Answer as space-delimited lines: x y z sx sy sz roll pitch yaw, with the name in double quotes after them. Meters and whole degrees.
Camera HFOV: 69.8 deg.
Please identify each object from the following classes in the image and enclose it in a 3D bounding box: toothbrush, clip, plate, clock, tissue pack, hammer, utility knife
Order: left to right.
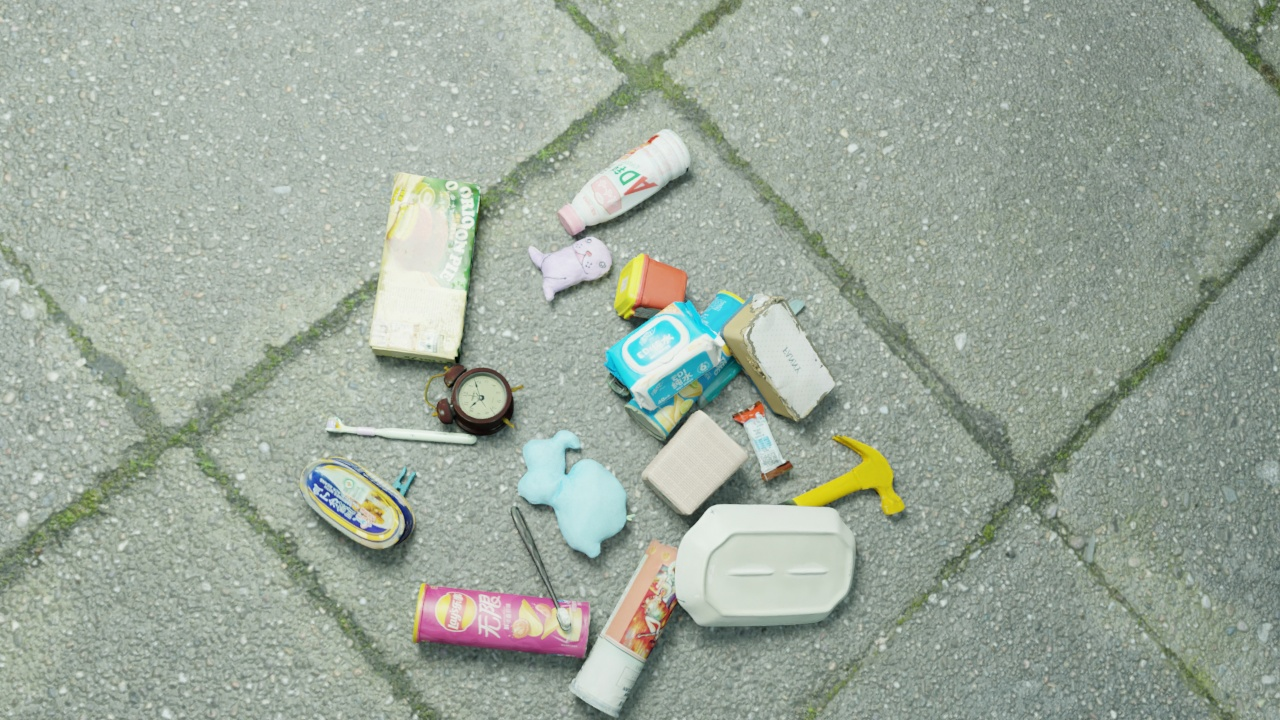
-0.307 0.164 1.173 0.042 0.014 0.056 30 79 -1 "clip"
-0.307 0.093 1.184 0.189 0.029 0.020 7 121 -9 "toothbrush"
-0.217 0.049 1.183 0.122 0.055 0.082 13 71 -5 "clock"
-0.126 0.255 1.146 0.015 0.018 0.181 -16 55 -23 "toothbrush"
0.029 -0.009 1.170 0.140 0.063 0.090 -35 54 -3 "tissue pack"
0.152 -0.013 1.276 0.215 0.013 0.029 -42 86 -11 "utility knife"
0.171 0.267 1.175 0.265 0.034 0.162 6 94 -22 "plate"
0.206 0.199 1.235 0.300 0.033 0.128 -23 83 -12 "hammer"

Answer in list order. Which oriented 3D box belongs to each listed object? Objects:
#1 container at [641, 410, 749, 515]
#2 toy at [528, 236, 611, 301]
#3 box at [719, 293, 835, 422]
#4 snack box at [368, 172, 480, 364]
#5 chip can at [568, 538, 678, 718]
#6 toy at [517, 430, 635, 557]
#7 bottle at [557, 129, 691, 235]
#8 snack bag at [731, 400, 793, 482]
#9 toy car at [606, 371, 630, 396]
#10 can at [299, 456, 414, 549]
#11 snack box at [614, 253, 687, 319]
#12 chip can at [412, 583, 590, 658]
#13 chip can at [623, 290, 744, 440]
0.067 0.138 1.199 0.090 0.090 0.110 44 80 1 "container"
-0.092 -0.133 1.248 0.108 0.039 0.084 -21 75 -11 "toy"
0.187 0.001 1.222 0.089 0.061 0.184 -42 119 -15 "box"
-0.280 -0.119 1.204 0.114 0.063 0.240 7 79 -8 "snack box"
-0.007 0.334 1.159 0.071 0.071 0.214 31 76 -2 "chip can"
-0.082 0.171 1.188 0.156 0.050 0.161 6 71 0 "toy"
-0.024 -0.241 1.266 0.196 0.068 0.068 -36 87 -10 "bottle"
0.165 0.109 1.246 0.048 0.026 0.104 -27 79 0 "snack bag"
-0.007 0.007 1.236 0.043 0.036 0.091 41 79 2 "toy car"
-0.351 0.176 1.137 0.148 0.049 0.074 36 87 3 "can"
0.014 -0.092 1.232 0.080 0.091 0.082 14 77 -13 "snack box"
-0.170 0.323 1.134 0.210 0.071 0.071 8 78 -7 "chip can"
0.070 0.006 1.231 0.071 0.071 0.210 40 77 0 "chip can"
